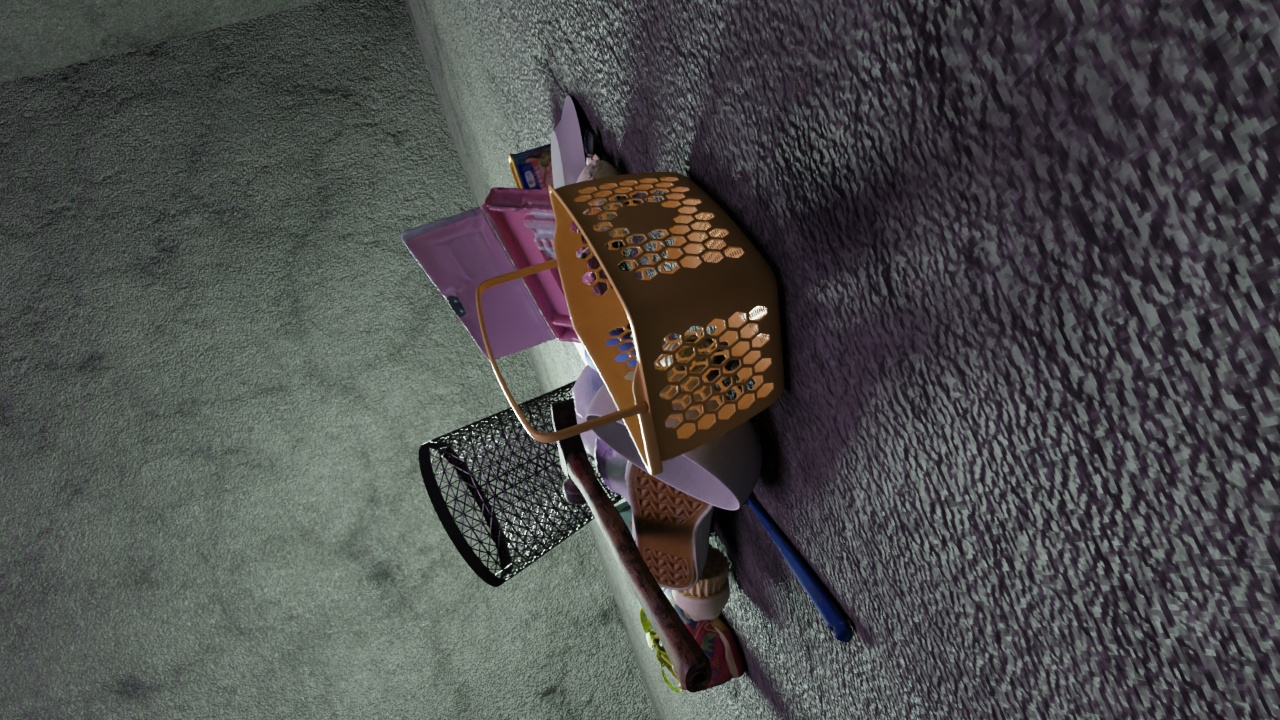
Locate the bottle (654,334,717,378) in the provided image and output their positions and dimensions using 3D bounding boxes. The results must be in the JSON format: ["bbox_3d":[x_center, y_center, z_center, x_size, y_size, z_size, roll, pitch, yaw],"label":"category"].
[{"bbox_3d":[0.032,0.004,0.743,0.110,0.042,0.042,138,113,-78],"label":"bottle"}]

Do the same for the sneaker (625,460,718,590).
[{"bbox_3d":[0.037,0.113,0.833,0.236,0.087,0.079,93,-163,-44],"label":"sneaker"}]

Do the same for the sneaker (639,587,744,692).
[{"bbox_3d":[0.044,0.318,1.119,0.242,0.091,0.116,-142,32,-74],"label":"sneaker"}]

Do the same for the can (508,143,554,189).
[{"bbox_3d":[-0.117,-0.210,1.116,0.054,0.059,0.100,147,104,-80],"label":"can"}]

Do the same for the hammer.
[{"bbox_3d":[-0.018,0.156,0.812,0.330,0.033,0.120,-130,26,-56],"label":"hammer"}]

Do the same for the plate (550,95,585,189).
[{"bbox_3d":[-0.076,-0.186,0.955,0.173,0.019,0.173,171,91,-80],"label":"plate"}]

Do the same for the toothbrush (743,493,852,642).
[{"bbox_3d":[0.104,0.142,0.679,0.190,0.017,0.016,-126,19,-60],"label":"toothbrush"}]

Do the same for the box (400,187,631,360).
[{"bbox_3d":[-0.117,-0.084,0.946,0.233,0.180,0.055,68,-159,-55],"label":"box"}]

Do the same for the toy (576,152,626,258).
[{"bbox_3d":[-0.037,-0.143,0.827,0.087,0.050,0.112,79,-159,-56],"label":"toy"}]

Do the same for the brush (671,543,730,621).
[{"bbox_3d":[0.057,0.235,1.027,0.272,0.062,0.077,109,169,-82],"label":"brush"}]

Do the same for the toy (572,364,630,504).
[{"bbox_3d":[-0.025,0.072,0.993,0.209,0.085,0.138,-129,43,-66],"label":"toy"}]

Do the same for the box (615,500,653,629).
[{"bbox_3d":[0.022,0.281,1.254,0.079,0.077,0.189,11,119,60],"label":"box"}]

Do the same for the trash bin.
[{"bbox_3d":[-0.134,0.149,1.237,0.217,0.243,0.217,61,-179,-2],"label":"trash bin"}]

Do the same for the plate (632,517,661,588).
[{"bbox_3d":[0.023,0.163,1.037,0.229,0.030,0.229,-179,91,-81],"label":"plate"}]

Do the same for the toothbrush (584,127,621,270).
[{"bbox_3d":[-0.033,-0.143,0.911,0.017,0.014,0.188,49,157,46],"label":"toothbrush"}]

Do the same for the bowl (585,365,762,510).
[{"bbox_3d":[0.031,0.048,0.673,0.132,0.064,0.132,29,164,9],"label":"bowl"}]

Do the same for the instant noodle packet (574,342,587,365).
[{"bbox_3d":[-0.063,-0.017,1.190,0.147,0.057,0.269,77,170,-75],"label":"instant noodle packet"}]

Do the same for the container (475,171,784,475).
[{"bbox_3d":[-0.017,-0.030,0.585,0.183,0.167,0.129,-120,15,-50],"label":"container"}]

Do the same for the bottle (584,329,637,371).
[{"bbox_3d":[-0.005,0.005,0.919,0.131,0.048,0.048,27,137,54],"label":"bottle"}]
